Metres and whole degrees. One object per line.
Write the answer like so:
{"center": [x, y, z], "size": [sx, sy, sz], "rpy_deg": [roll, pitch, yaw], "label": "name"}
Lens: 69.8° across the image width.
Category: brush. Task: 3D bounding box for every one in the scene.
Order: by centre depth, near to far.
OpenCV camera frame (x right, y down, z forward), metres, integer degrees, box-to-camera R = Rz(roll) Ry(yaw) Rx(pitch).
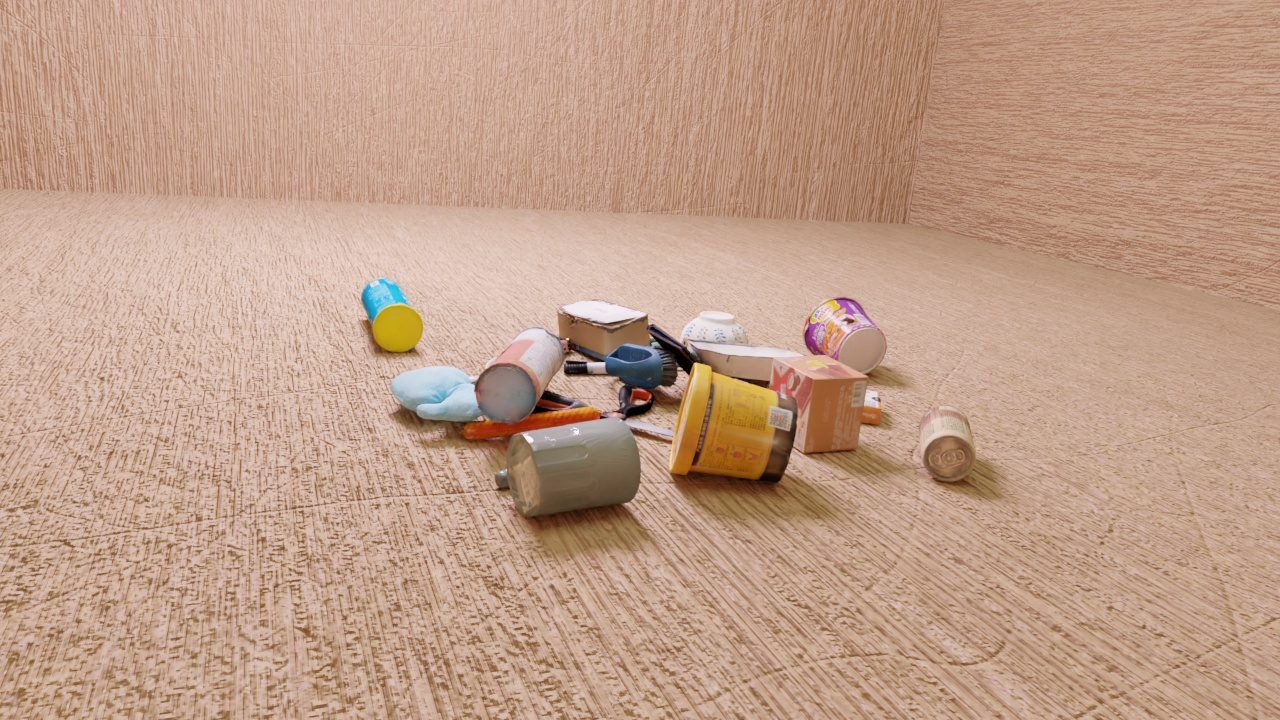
{"center": [-0.007, 0.007, 1.236], "size": [0.073, 0.055, 0.144], "rpy_deg": [-2, 6, -23], "label": "brush"}

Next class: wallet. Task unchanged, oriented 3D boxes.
{"center": [0.068, 0.004, 1.228], "size": [0.122, 0.020, 0.096], "rpy_deg": [44, -7, -34], "label": "wallet"}

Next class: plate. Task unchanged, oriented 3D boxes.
{"center": [0.149, -0.001, 1.291], "size": [0.162, 0.034, 0.265], "rpy_deg": [6, 5, -3], "label": "plate"}

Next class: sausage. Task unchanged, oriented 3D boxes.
{"center": [-0.121, 0.071, 1.029], "size": [0.165, 0.021, 0.021], "rpy_deg": [-7, 18, -12], "label": "sausage"}

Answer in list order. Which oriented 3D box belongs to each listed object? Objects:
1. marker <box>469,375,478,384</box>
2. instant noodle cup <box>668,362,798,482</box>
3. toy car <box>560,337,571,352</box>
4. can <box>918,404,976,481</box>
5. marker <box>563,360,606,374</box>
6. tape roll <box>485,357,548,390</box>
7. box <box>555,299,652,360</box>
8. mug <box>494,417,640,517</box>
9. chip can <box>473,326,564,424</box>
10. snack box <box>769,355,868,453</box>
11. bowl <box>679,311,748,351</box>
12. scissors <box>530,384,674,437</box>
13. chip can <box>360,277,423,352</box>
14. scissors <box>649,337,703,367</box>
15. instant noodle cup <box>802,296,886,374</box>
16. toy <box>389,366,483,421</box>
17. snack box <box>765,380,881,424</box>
{"center": [-0.219, 0.029, 1.193], "size": [0.145, 0.017, 0.017], "rpy_deg": [-10, 21, -42], "label": "marker"}
{"center": [0.098, 0.072, 0.966], "size": [0.114, 0.118, 0.118], "rpy_deg": [13, 16, 0], "label": "instant noodle cup"}
{"center": [-0.141, -0.021, 1.365], "size": [0.056, 0.037, 0.122], "rpy_deg": [10, 4, 13], "label": "toy car"}
{"center": [0.352, 0.094, 1.056], "size": [0.058, 0.058, 0.116], "rpy_deg": [9, 16, 14], "label": "can"}
{"center": [-0.045, 0.009, 1.309], "size": [0.130, 0.022, 0.018], "rpy_deg": [-2, 7, -18], "label": "marker"}
{"center": [-0.162, 0.021, 1.203], "size": [0.086, 0.014, 0.085], "rpy_deg": [14, 26, -7], "label": "tape roll"}
{"center": [-0.055, -0.048, 1.403], "size": [0.089, 0.062, 0.184], "rpy_deg": [-13, 20, -27], "label": "box"}
{"center": [-0.073, 0.104, 0.877], "size": [0.103, 0.083, 0.124], "rpy_deg": [-6, -8, -31], "label": "mug"}
{"center": [-0.138, 0.013, 1.077], "size": [0.071, 0.071, 0.214], "rpy_deg": [5, 12, 1], "label": "chip can"}
{"center": [0.209, 0.051, 1.102], "size": [0.077, 0.093, 0.094], "rpy_deg": [-2, 17, -23], "label": "snack box"}
{"center": [0.121, -0.044, 1.478], "size": [0.113, 0.062, 0.113], "rpy_deg": [6, 16, -2], "label": "bowl"}
{"center": [-0.042, 0.063, 1.115], "size": [0.221, 0.022, 0.233], "rpy_deg": [7, 15, 10], "label": "scissors"}
{"center": [-0.384, -0.073, 1.408], "size": [0.071, 0.071, 0.210], "rpy_deg": [-1, 16, -21], "label": "chip can"}
{"center": [0.009, -0.012, 1.412], "size": [0.176, 0.019, 0.172], "rpy_deg": [-3, 18, -21], "label": "scissors"}
{"center": [0.324, -0.031, 1.430], "size": [0.111, 0.112, 0.099], "rpy_deg": [0, 26, -17], "label": "instant noodle cup"}
{"center": [-0.235, 0.039, 1.079], "size": [0.156, 0.050, 0.161], "rpy_deg": [10, 14, 14], "label": "toy"}
{"center": [0.244, 0.053, 1.231], "size": [0.154, 0.026, 0.075], "rpy_deg": [8, 15, 11], "label": "snack box"}
